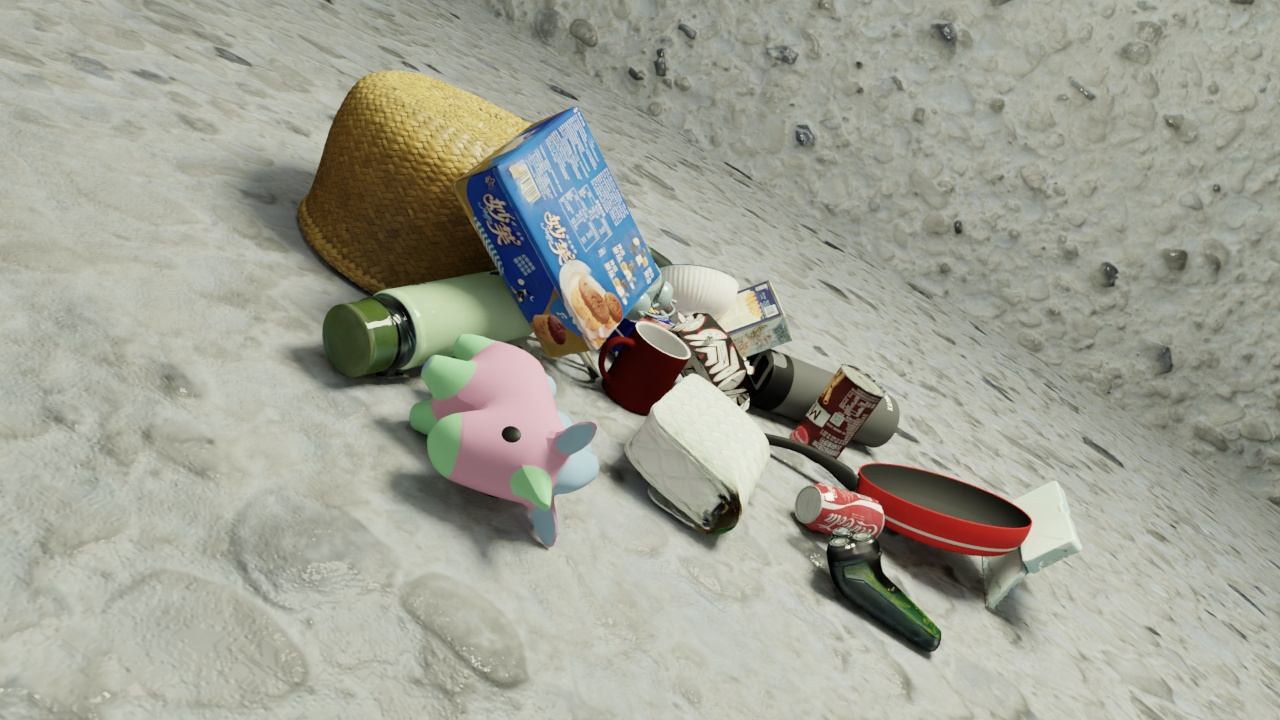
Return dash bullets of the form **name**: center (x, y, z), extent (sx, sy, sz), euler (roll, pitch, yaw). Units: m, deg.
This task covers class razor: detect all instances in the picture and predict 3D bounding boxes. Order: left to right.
- **razor**: center (0.248, 0.231, 0.925), extent (0.151, 0.067, 0.053), euler (42, 26, 5)

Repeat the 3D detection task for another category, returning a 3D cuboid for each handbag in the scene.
- **handbag**: center (0.064, 0.097, 0.966), extent (0.139, 0.073, 0.194), euler (43, 22, 5)

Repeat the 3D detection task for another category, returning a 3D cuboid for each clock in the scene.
- **clock**: center (-0.025, -0.101, 1.156), extent (0.159, 0.045, 0.122), euler (37, 32, 19)
- **clock**: center (0.094, 0.010, 1.131), extent (0.114, 0.065, 0.155), euler (41, -21, 53)

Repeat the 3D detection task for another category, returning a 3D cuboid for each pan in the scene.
- **pan**: center (0.298, 0.160, 1.135), extent (0.356, 0.067, 0.208), euler (14, 10, 3)

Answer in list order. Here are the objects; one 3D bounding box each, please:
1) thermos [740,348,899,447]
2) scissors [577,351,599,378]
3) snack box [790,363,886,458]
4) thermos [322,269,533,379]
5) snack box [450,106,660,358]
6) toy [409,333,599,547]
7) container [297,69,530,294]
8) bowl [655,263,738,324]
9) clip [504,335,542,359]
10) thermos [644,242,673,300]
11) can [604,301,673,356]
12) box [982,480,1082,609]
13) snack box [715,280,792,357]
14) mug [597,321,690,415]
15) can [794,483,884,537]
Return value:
- **thermos**: center (0.249, 0.053, 1.290), extent (0.240, 0.082, 0.082), euler (20, 24, -28)
- **scissors**: center (-0.085, -0.043, 1.031), extent (0.121, 0.012, 0.171), euler (61, 0, 30)
- **snack box**: center (0.260, 0.072, 1.210), extent (0.072, 0.121, 0.072), euler (26, 23, -12)
- **thermos**: center (-0.193, -0.035, 0.880), extent (0.082, 0.082, 0.230), euler (39, 31, 20)
- **snack box**: center (-0.079, -0.129, 0.931), extent (0.203, 0.069, 0.154), euler (62, 40, -23)
- **toy**: center (-0.108, 0.051, 0.795), extent (0.171, 0.120, 0.221), euler (22, 22, 4)
- **container**: center (-0.222, -0.197, 1.063), extent (0.307, 0.197, 0.306), euler (25, 22, -11)
- **bowl**: center (0.071, -0.081, 1.239), extent (0.118, 0.062, 0.118), euler (8, -14, 2)
- **clip**: center (-0.145, -0.008, 1.002), extent (0.101, 0.050, 0.058), euler (16, 34, -33)
- **thermos**: center (-0.039, -0.149, 1.315), extent (0.098, 0.098, 0.220), euler (47, 16, 34)
- **can**: center (-0.003, -0.036, 1.187), extent (0.116, 0.057, 0.092), euler (8, 33, -46)
- **box**: center (0.480, 0.224, 1.149), extent (0.041, 0.135, 0.196), euler (51, 23, 2)
- **snack box**: center (0.128, -0.048, 1.279), extent (0.144, 0.145, 0.043), euler (-91, 159, -65)
- **mug**: center (-0.006, 0.006, 1.051), extent (0.105, 0.083, 0.073), euler (14, 28, -38)
- **can**: center (0.224, 0.172, 1.035), extent (0.096, 0.054, 0.054), euler (19, 25, -29)
